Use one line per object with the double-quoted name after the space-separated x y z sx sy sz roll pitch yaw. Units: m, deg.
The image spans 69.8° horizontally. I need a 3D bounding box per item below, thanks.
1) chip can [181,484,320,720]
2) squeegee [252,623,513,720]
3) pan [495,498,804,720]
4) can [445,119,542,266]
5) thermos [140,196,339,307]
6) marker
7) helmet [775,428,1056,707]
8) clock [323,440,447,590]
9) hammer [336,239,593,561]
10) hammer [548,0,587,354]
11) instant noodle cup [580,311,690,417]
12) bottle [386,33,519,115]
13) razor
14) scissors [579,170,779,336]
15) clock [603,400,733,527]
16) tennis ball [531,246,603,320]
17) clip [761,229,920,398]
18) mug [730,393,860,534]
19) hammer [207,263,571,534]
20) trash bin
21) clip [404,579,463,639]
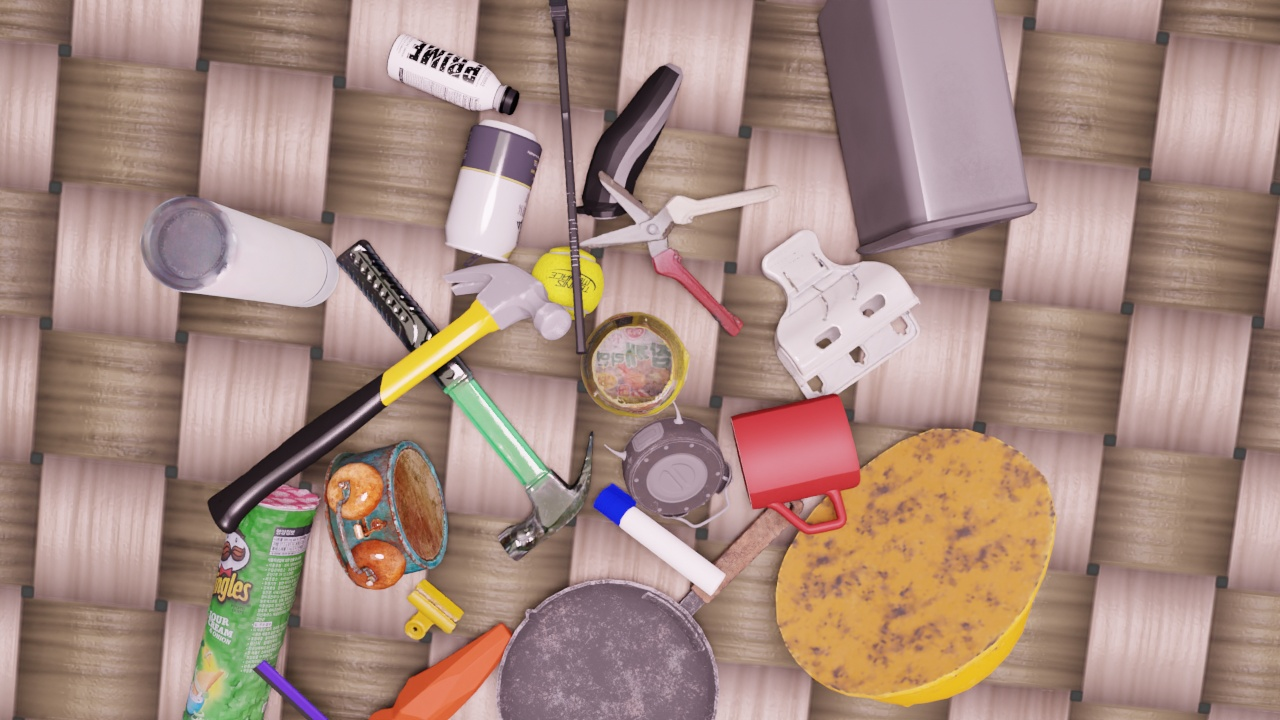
-0.352 0.226 0.829 0.075 0.075 0.223 16 93 -2 "chip can"
-0.192 0.308 0.836 0.184 0.055 0.249 -40 108 -7 "squeegee"
0.025 0.248 0.853 0.356 0.040 0.207 -44 91 -5 "pan"
-0.133 -0.144 0.815 0.064 0.064 0.127 15 93 -2 "can"
-0.308 -0.080 0.733 0.068 0.230 0.068 0 91 0 "thermos"
0.017 0.161 0.831 0.133 0.023 0.027 34 53 17 "marker"
0.249 0.198 0.796 0.255 0.205 0.131 -47 128 -12 "helmet"
-0.227 0.135 0.783 0.073 0.157 0.121 -15 93 7 "clock"
-0.164 0.022 0.842 0.130 0.032 0.319 -39 92 2 "hammer"
-0.060 -0.167 0.765 0.015 0.095 0.324 -4 81 -1 "hammer"
-0.005 0.005 0.803 0.102 0.108 0.102 0 91 0 "instant noodle cup"
-0.165 -0.251 0.821 0.116 0.041 0.041 22 92 -2 "bottle"
-0.007 -0.197 0.823 0.060 0.057 0.156 19 94 -34 "razor"
0.049 -0.115 0.822 0.179 0.015 0.199 -45 111 -10 "scissors"
0.032 0.097 0.832 0.091 0.043 0.123 -33 121 9 "clock"
-0.065 -0.068 0.820 0.065 0.065 0.065 0 93 -1 "tennis ball"
0.172 -0.047 0.820 0.126 0.110 0.151 -35 103 -2 "clip"
0.139 0.096 0.813 0.096 0.080 0.116 -13 72 4 "mug"
-0.216 0.027 0.763 0.323 0.029 0.127 -37 49 -9 "hammer"
0.225 -0.210 0.755 0.097 0.192 0.220 -11 92 0 "trash bin"
-0.199 0.238 0.854 0.054 0.046 0.048 41 67 -4 "clip"
